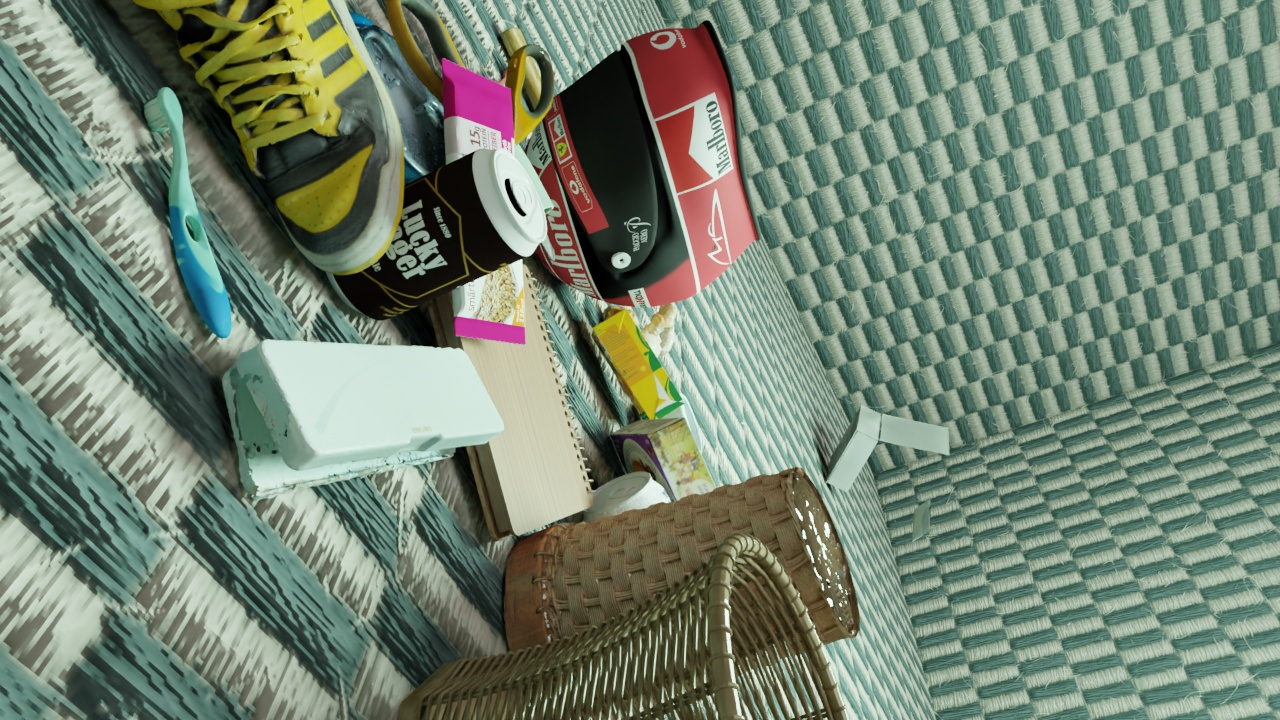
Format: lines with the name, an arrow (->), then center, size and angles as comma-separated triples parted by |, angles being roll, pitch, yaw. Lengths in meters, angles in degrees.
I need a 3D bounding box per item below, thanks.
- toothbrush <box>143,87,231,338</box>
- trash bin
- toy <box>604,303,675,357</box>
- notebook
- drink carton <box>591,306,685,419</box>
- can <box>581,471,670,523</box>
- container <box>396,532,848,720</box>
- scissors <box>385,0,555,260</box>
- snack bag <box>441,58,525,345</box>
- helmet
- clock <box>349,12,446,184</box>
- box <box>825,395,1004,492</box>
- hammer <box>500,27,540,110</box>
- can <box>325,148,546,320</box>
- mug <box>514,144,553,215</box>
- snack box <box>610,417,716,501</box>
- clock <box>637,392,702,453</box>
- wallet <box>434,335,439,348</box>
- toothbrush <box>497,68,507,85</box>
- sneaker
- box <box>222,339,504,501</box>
toothbrush -> -0.229, -0.074, 0.462 | 0.022, 0.017, 0.135 | 6, 66, -72
trash bin -> 0.031, 0.165, 0.643 | 0.151, 0.210, 0.151 | 56, 21, -34
toy -> 0.005, -0.012, 1.035 | 0.074, 0.085, 0.106 | -171, -101, -75
notebook -> -0.095, 0.021, 0.704 | 0.169, 0.022, 0.210 | 2, 71, -73
drink carton -> -0.006, 0.006, 0.961 | 0.122, 0.041, 0.058 | 59, -8, 3
can -> 0.007, 0.172, 0.794 | 0.136, 0.078, 0.078 | 65, 17, -12
container -> 0.000, 0.229, 0.485 | 0.227, 0.196, 0.226 | 57, 20, -34
scissors -> -0.117, -0.184, 0.689 | 0.226, 0.016, 0.224 | 41, 46, -43
snack bag -> -0.109, -0.110, 0.647 | 0.070, 0.016, 0.196 | 8, 75, -53
helmet -> -0.011, -0.172, 0.898 | 0.271, 0.225, 0.197 | 69, 5, -48
clock -> -0.185, -0.183, 0.658 | 0.117, 0.060, 0.161 | 48, 25, -49
box -> 0.619, 0.165, 2.161 | 0.149, 0.414, 0.166 | 62, 24, -9
hammer -> -0.086, -0.237, 1.100 | 0.330, 0.033, 0.132 | 65, 17, -9
can -> -0.130, -0.078, 0.576 | 0.072, 0.129, 0.071 | 57, 20, -34
mug -> -0.135, -0.152, 0.767 | 0.104, 0.084, 0.111 | 62, -11, -5
snack box -> 0.034, 0.128, 0.872 | 0.148, 0.040, 0.143 | 66, -16, -2
clock -> 0.036, 0.082, 1.043 | 0.117, 0.057, 0.083 | 45, 27, -69
wallet -> -0.120, 0.015, 0.698 | 0.121, 0.013, 0.087 | 53, 25, -48
toothbrush -> -0.152, -0.289, 0.979 | 0.184, 0.016, 0.015 | -78, 150, -59
sneaker -> -0.210, -0.168, 0.503 | 0.238, 0.086, 0.122 | 67, 10, 10
box -> -0.150, 0.025, 0.525 | 0.198, 0.071, 0.085 | -3, 92, -72
